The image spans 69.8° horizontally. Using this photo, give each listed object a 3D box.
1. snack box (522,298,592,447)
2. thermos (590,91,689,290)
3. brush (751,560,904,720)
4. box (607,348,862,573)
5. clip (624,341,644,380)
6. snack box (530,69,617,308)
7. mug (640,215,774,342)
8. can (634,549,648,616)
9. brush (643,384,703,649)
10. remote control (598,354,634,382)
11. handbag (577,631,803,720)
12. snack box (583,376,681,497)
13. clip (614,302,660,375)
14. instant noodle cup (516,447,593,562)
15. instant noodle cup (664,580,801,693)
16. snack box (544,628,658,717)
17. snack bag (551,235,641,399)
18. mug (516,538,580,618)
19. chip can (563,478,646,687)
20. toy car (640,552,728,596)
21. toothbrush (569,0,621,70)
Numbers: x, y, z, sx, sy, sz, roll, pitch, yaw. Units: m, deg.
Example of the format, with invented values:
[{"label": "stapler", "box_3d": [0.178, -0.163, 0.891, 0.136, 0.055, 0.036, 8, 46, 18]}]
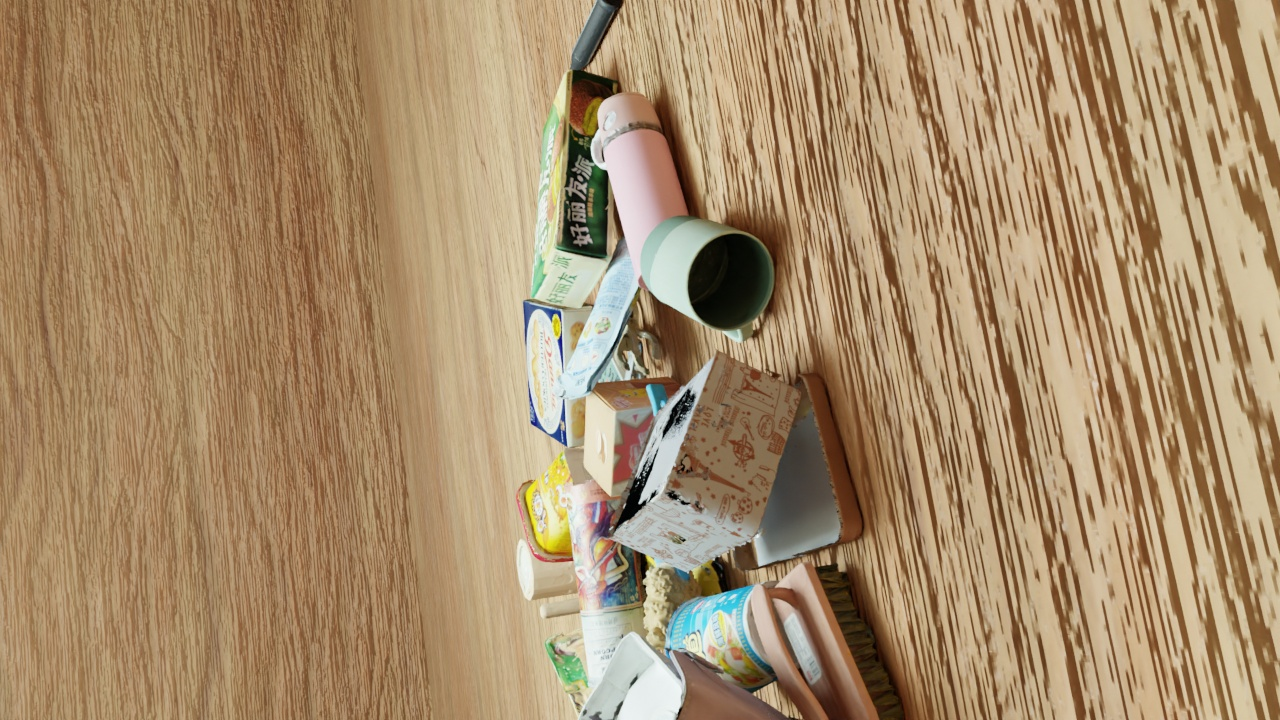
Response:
[{"label": "snack box", "box_3d": [-0.110, 0.011, 1.235, 0.183, 0.045, 0.178, -164, 70, -66]}, {"label": "thermos", "box_3d": [-0.001, -0.164, 0.902, 0.087, 0.067, 0.198, -33, 63, 38]}, {"label": "brush", "box_3d": [0.135, 0.224, 0.667, 0.063, 0.073, 0.145, 117, 139, -51]}, {"label": "box", "box_3d": [0.085, 0.097, 0.748, 0.148, 0.158, 0.182, -66, 6, -26]}, {"label": "clip", "box_3d": [-0.005, 0.006, 1.026, 0.024, 0.027, 0.056, 150, 123, -63]}, {"label": "snack box", "box_3d": [-0.072, -0.189, 1.010, 0.115, 0.063, 0.239, 130, 145, -60]}, {"label": "mug", "box_3d": [0.059, -0.067, 0.789, 0.112, 0.082, 0.106, 60, 168, -27]}, {"label": "can", "box_3d": [-0.020, 0.239, 1.052, 0.059, 0.058, 0.116, 146, 117, -65]}, {"label": "brush", "box_3d": [0.026, 0.148, 0.846, 0.046, 0.083, 0.254, -6, 86, 32]}, {"label": "remote control", "box_3d": [-0.036, 0.010, 1.092, 0.135, 0.019, 0.056, -117, 31, -42]}, {"label": "handbag", "box_3d": [0.070, 0.293, 0.680, 0.098, 0.197, 0.145, -58, 17, -14]}, {"label": "snack box", "box_3d": [0.000, 0.075, 0.923, 0.077, 0.094, 0.093, -141, 50, -59]}, {"label": "clip", "box_3d": [-0.015, -0.019, 1.003, 0.076, 0.034, 0.103, -65, 32, 22]}, {"label": "instant noodle cup", "box_3d": [-0.077, 0.172, 1.121, 0.124, 0.116, 0.116, -57, 42, 40]}, {"label": "instant noodle cup", "box_3d": [0.089, 0.231, 0.762, 0.110, 0.099, 0.099, -44, 54, 52]}, {"label": "snack box", "box_3d": [-0.038, 0.381, 1.074, 0.117, 0.118, 0.106, -128, 29, -52]}, {"label": "snack bag", "box_3d": [-0.034, -0.045, 0.935, 0.111, 0.039, 0.190, -14, 49, 56]}, {"label": "mug", "box_3d": [-0.094, 0.275, 1.178, 0.124, 0.103, 0.084, -122, 34, -48]}, {"label": "chip can", "box_3d": [-0.035, 0.235, 0.989, 0.071, 0.071, 0.214, 147, 117, -65]}, {"label": "toy car", "box_3d": [0.043, 0.221, 0.925, 0.156, 0.041, 0.071, 178, 87, -66]}, {"label": "toothbrush", "box_3d": [-0.069, -0.361, 1.081, 0.027, 0.026, 0.213, -62, 10, -25]}]
